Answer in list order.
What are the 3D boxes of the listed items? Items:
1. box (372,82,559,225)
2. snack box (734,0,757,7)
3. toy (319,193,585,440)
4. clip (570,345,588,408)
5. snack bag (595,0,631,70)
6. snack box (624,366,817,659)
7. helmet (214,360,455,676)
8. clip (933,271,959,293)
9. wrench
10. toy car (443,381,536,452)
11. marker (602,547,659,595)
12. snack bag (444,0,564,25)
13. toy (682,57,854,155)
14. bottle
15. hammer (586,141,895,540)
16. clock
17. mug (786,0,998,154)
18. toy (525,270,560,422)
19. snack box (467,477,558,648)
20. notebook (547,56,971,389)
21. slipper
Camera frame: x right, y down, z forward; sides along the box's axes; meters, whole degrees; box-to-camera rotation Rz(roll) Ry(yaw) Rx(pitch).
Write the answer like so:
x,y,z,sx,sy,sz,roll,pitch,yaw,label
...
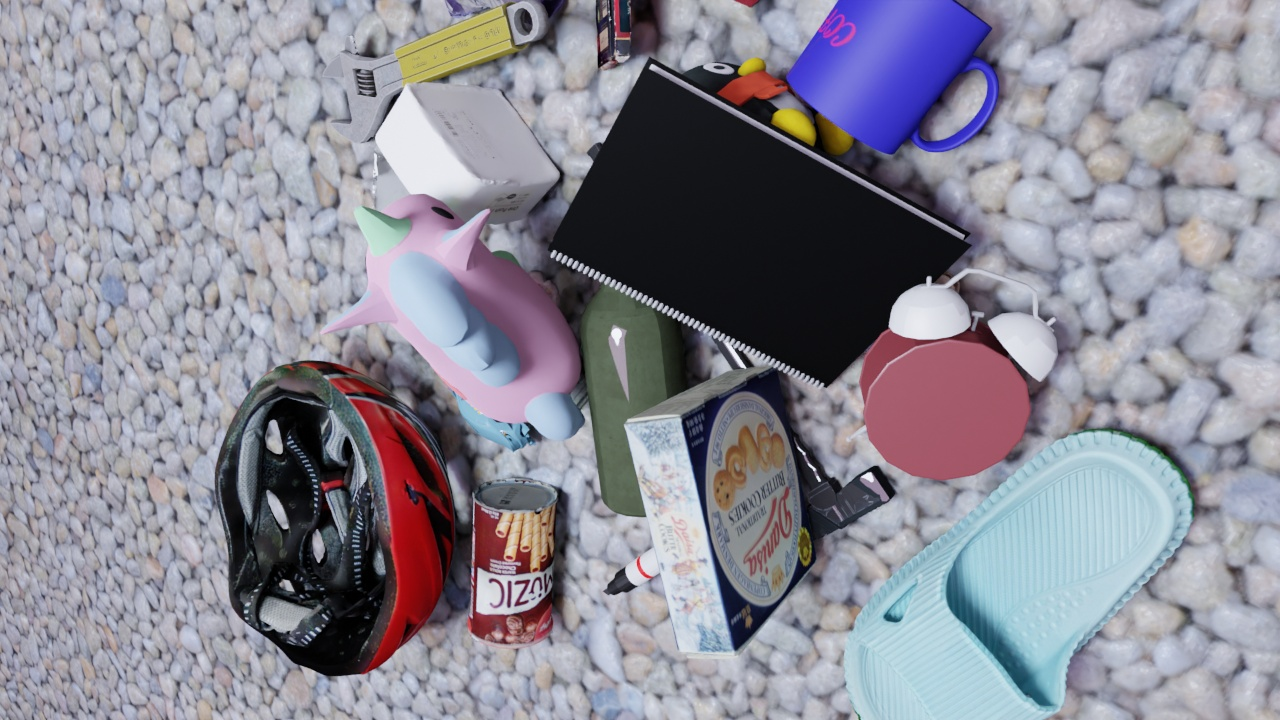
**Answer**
x,y,z,sx,sy,sz,roll,pitch,yaw,label
-0.150,-0.131,0.693,0.130,0.109,0.103,-43,78,30,box
0.020,-0.257,0.545,0.021,0.132,0.089,-45,77,29,snack box
-0.102,-0.019,0.606,0.120,0.171,0.222,-35,108,5,toy
-0.050,0.019,0.717,0.047,0.023,0.076,46,118,16,clip
-0.021,-0.275,0.607,0.018,0.074,0.155,-3,103,-12,snack bag
0.057,0.088,0.578,0.043,0.144,0.145,-10,96,32,snack box
-0.253,0.129,0.779,0.218,0.166,0.272,8,105,30,helmet
0.176,-0.027,0.567,0.025,0.047,0.062,28,141,23,clip
-0.167,-0.225,0.705,0.274,0.018,0.084,0,112,41,wrench
-0.135,0.038,0.750,0.108,0.060,0.027,39,73,19,toy car
0.019,0.150,0.708,0.146,0.019,0.019,-40,80,31,marker
-0.093,-0.344,0.637,0.096,0.058,0.206,18,110,26,snack bag
0.055,-0.140,0.575,0.119,0.097,0.100,45,124,18,toy
-0.004,0.004,0.646,0.072,0.071,0.207,3,108,30,bottle
0.049,-0.018,0.655,0.095,0.015,0.325,-38,80,32,hammer
0.182,0.011,0.541,0.096,0.048,0.138,18,117,0,clock
0.154,-0.168,0.526,0.111,0.079,0.084,30,119,-10,mug
-0.095,-0.012,0.727,0.076,0.037,0.126,34,123,12,toy
-0.105,0.165,0.755,0.072,0.072,0.121,13,107,28,snack box
0.064,-0.069,0.550,0.206,0.016,0.149,26,136,-11,notebook
0.217,0.156,0.564,0.116,0.069,0.277,43,119,19,slipper
